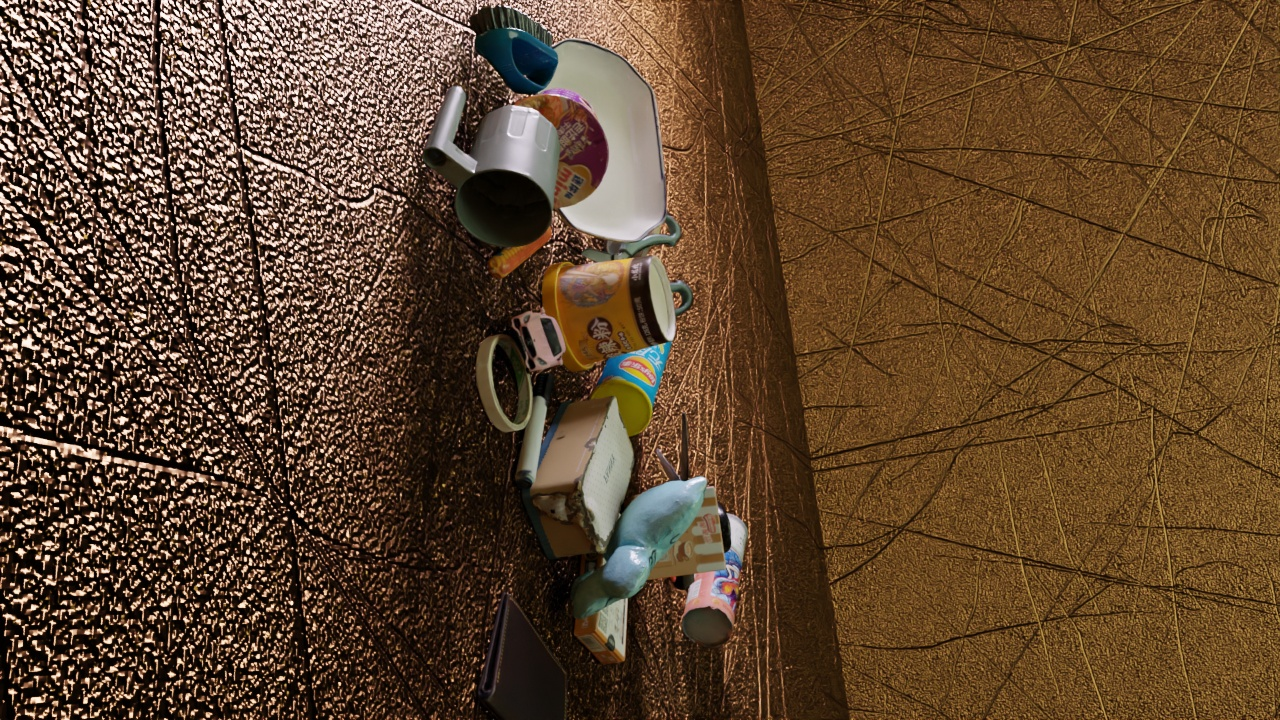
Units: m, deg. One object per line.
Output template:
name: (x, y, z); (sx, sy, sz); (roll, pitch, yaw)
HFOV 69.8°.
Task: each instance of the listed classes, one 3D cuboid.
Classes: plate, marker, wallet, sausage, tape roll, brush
plate: (-0.052, -0.248, 1.052); (0.161, 0.034, 0.265); (7, 65, -29)
marker: (-0.096, 0.061, 0.841); (0.018, 0.023, 0.130); (35, 38, -27)
wallet: (-0.090, 0.260, 0.738); (0.096, 0.020, 0.122); (-89, 160, -51)
sausage: (-0.114, -0.108, 0.885); (0.164, 0.021, 0.021); (-62, 139, -66)
tape roll: (-0.118, 0.020, 0.804); (0.085, 0.014, 0.086); (-10, 90, -74)
brush: (-0.122, -0.306, 0.925); (0.143, 0.055, 0.073); (-18, 96, -74)

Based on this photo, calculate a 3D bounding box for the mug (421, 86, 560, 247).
mug: (-0.128, -0.175, 0.801); (0.124, 0.084, 0.103); (37, 38, -30)

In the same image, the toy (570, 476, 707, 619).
toy: (-0.002, 0.169, 0.865); (0.050, 0.162, 0.156); (47, 26, -15)

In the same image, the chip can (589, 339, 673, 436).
chip can: (-0.006, 0.006, 1.094); (0.209, 0.071, 0.071); (-71, 147, -61)

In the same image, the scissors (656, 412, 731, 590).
scissors: (0.061, 0.184, 1.151); (0.233, 0.021, 0.221); (-137, -130, -62)

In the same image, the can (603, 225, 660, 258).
can: (-0.009, -0.168, 1.218); (0.116, 0.059, 0.058); (-65, 141, -63)

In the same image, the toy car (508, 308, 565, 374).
toy car: (-0.091, -0.018, 0.840); (0.122, 0.037, 0.056); (-59, 128, -87)

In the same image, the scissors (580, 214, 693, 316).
scissors: (0.004, -0.104, 1.135); (0.176, 0.019, 0.172); (-33, 101, -38)

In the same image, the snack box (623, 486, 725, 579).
snack box: (0.037, 0.196, 1.037); (0.077, 0.094, 0.092); (125, -41, -73)

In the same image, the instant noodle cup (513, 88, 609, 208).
instant noodle cup: (-0.085, -0.222, 0.922); (0.099, 0.112, 0.112); (-87, 160, -61)

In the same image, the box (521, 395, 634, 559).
box: (-0.054, 0.105, 0.889); (0.183, 0.062, 0.090); (-72, 148, -63)

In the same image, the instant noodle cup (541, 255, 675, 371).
instant noodle cup: (-0.029, -0.055, 0.976); (0.118, 0.114, 0.118); (-10, 89, -74)

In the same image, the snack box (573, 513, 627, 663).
snack box: (-0.036, 0.221, 0.934); (0.075, 0.026, 0.153); (62, 23, -45)

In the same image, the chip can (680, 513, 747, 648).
chip can: (0.106, 0.304, 1.290); (0.214, 0.071, 0.071); (-65, 142, -62)
